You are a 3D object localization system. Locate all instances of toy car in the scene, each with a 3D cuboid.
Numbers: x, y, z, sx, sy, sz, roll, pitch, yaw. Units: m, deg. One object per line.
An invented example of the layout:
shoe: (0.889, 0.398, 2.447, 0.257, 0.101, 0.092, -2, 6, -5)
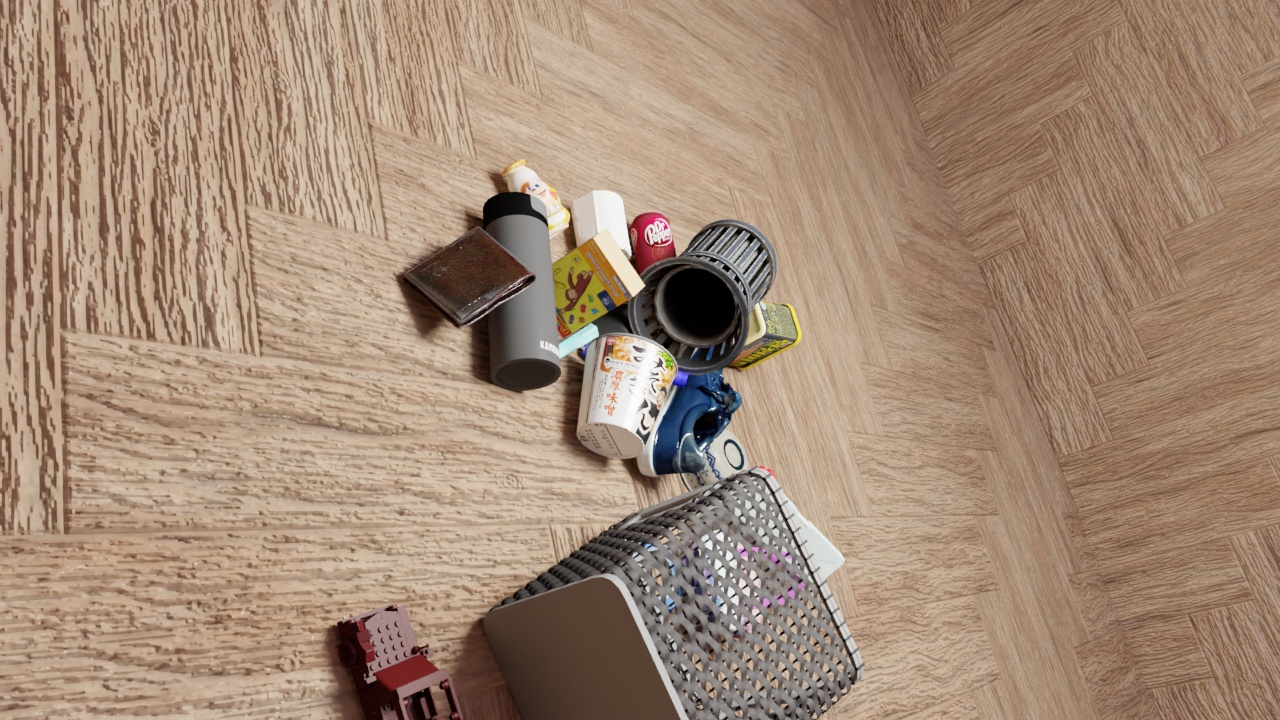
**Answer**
toy car: (-0.203, 0.296, 0.794, 0.070, 0.062, 0.169, -6, 72, -54)

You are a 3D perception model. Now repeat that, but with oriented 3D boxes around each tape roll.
tape roll: (0.015, 0.268, 1.141, 0.093, 0.016, 0.091, 52, 35, -15)

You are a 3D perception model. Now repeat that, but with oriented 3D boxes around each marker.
marker: (-0.007, 0.007, 1.222, 0.141, 0.020, 0.020, 17, 45, -1)

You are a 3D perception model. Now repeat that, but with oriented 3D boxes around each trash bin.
trash bin: (0.100, -0.102, 1.291, 0.164, 0.165, 0.226, 56, 31, -9)

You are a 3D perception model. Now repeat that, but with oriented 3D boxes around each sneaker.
sneaker: (0.098, 0.053, 1.276, 0.293, 0.127, 0.121, -61, 148, -50)

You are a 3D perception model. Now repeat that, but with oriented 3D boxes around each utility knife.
utility knife: (-0.104, -0.012, 1.171, 0.022, 0.016, 0.168, 47, 39, 7)

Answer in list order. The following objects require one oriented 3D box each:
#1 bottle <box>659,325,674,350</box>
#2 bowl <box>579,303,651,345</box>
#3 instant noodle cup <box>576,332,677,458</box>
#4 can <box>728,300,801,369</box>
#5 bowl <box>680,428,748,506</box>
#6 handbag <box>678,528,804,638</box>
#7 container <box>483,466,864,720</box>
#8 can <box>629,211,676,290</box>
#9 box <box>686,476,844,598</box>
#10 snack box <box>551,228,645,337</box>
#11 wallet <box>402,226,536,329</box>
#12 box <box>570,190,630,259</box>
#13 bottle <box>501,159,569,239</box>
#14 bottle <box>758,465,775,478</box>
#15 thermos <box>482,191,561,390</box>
bottle: (0.042, -0.041, 1.383, 0.025, 0.025, 0.105, 37, 41, -32)
bowl: (-0.022, -0.040, 1.274, 0.124, 0.053, 0.123, 31, 44, -37)
instant noodle cup: (-0.025, 0.051, 1.162, 0.123, 0.124, 0.121, 38, 50, -31)
can: (0.171, -0.042, 1.461, 0.101, 0.131, 0.072, 7, 61, -47)
bowl: (0.111, 0.144, 1.313, 0.115, 0.059, 0.115, 31, 44, -37)
handbag: (0.138, 0.284, 1.194, 0.169, 0.068, 0.144, 1, 64, -28)
container: (0.028, 0.287, 0.933, 0.242, 0.248, 0.245, -21, 84, -48)
can: (0.022, -0.168, 1.411, 0.063, 0.063, 0.114, 18, 54, -46)
box: (0.173, 0.249, 1.255, 0.197, 0.136, 0.043, 47, 19, -21)
snack box: (-0.072, -0.098, 1.183, 0.088, 0.126, 0.040, 55, 35, -10)
wallet: (-0.194, -0.097, 1.046, 0.099, 0.031, 0.119, 40, 56, 18)
box: (-0.057, -0.163, 1.296, 0.092, 0.081, 0.160, 27, 47, -57)
bottle: (-0.143, -0.214, 1.229, 0.109, 0.063, 0.063, 59, 34, -5)
bottle: (0.185, 0.226, 1.370, 0.042, 0.042, 0.141, 31, 45, -37)
thermos: (-0.147, -0.089, 1.119, 0.082, 0.082, 0.240, 22, 51, -44)
